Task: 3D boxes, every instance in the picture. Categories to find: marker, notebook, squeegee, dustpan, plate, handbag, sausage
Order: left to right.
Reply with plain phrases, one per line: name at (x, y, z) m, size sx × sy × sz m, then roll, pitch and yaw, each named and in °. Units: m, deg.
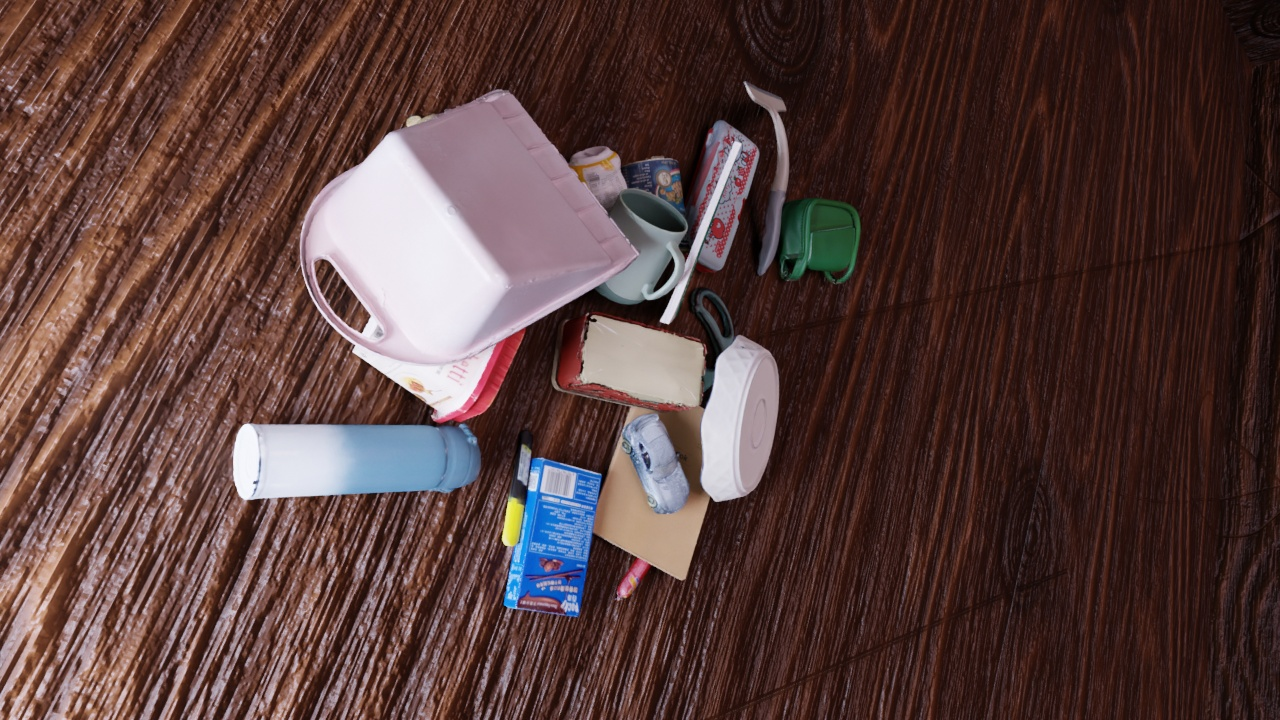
dustpan at (-0.169, -0.118, 0.856) m, size 0.222 × 0.139 × 0.272 m, roll 53°, pitch 34°, yaw 5°
marker at (-0.129, 0.134, 0.970) m, size 0.018 × 0.015 × 0.124 m, roll 21°, pitch 69°, yaw -39°
sausage at (0.014, 0.222, 1.082) m, size 0.020 × 0.020 × 0.155 m, roll 53°, pitch 55°, yaw -24°
notebook at (0.028, 0.136, 1.093) m, size 0.147 × 0.008 × 0.207 m, roll 33°, pitch 62°, yaw -26°
notebook at (0.071, -0.144, 1.058) m, size 0.012 × 0.150 × 0.209 m, roll 22°, pitch 98°, yaw 2°
plate at (0.126, 0.073, 1.120) m, size 0.204 × 0.046 × 0.205 m, roll 9°, pitch 90°, yaw -67°
squeegee at (0.178, -0.236, 1.228) m, size 0.246 × 0.039 × 0.247 m, roll -30°, pitch 122°, yaw -69°
handbag at (0.249, -0.170, 1.306) m, size 0.131 × 0.068 × 0.120 m, roll 0°, pitch 93°, yaw -43°

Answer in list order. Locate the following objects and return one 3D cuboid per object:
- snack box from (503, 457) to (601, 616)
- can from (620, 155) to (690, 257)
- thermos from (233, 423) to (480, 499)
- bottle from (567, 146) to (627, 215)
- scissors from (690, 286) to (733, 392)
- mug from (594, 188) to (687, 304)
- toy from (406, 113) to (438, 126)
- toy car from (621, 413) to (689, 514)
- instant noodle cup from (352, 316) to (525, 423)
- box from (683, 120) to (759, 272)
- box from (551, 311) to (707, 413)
snack box at (-0.092, 0.190, 0.986) m, size 0.084 × 0.026 × 0.157 m, roll 20°, pitch 72°, yaw -38°
can at (0.015, -0.179, 1.089) m, size 0.075 × 0.075 × 0.111 m, roll -8°, pitch 90°, yaw -42°
thermos at (-0.249, 0.091, 0.835) m, size 0.220 × 0.070 × 0.070 m, roll 5°, pitch 82°, yaw -41°
bottle at (-0.045, -0.185, 1.046) m, size 0.063 × 0.063 × 0.108 m, roll -37°, pitch 123°, yaw -38°
scissors at (0.092, -0.019, 1.178) m, size 0.173 × 0.019 × 0.177 m, roll 22°, pitch 70°, yaw -36°
mug at (0.001, -0.113, 1.006) m, size 0.082 × 0.107 × 0.111 m, roll -9°, pitch 47°, yaw -48°
toy at (-0.212, -0.168, 0.904) m, size 0.105 × 0.066 × 0.157 m, roll 10°, pitch 80°, yaw 3°
toy car at (0.021, 0.120, 1.064) m, size 0.054 × 0.037 × 0.120 m, roll -27°, pitch 99°, yaw -37°
instant noodle cup at (-0.194, -0.016, 0.872) m, size 0.124 × 0.117 × 0.116 m, roll 32°, pitch 65°, yaw -21°
box at (0.098, -0.214, 1.184) m, size 0.087 × 0.049 × 0.200 m, roll 33°, pitch 65°, yaw -34°
box at (-0.006, 0.006, 1.036) m, size 0.168 × 0.079 × 0.091 m, roll 14°, pitch 76°, yaw -32°
